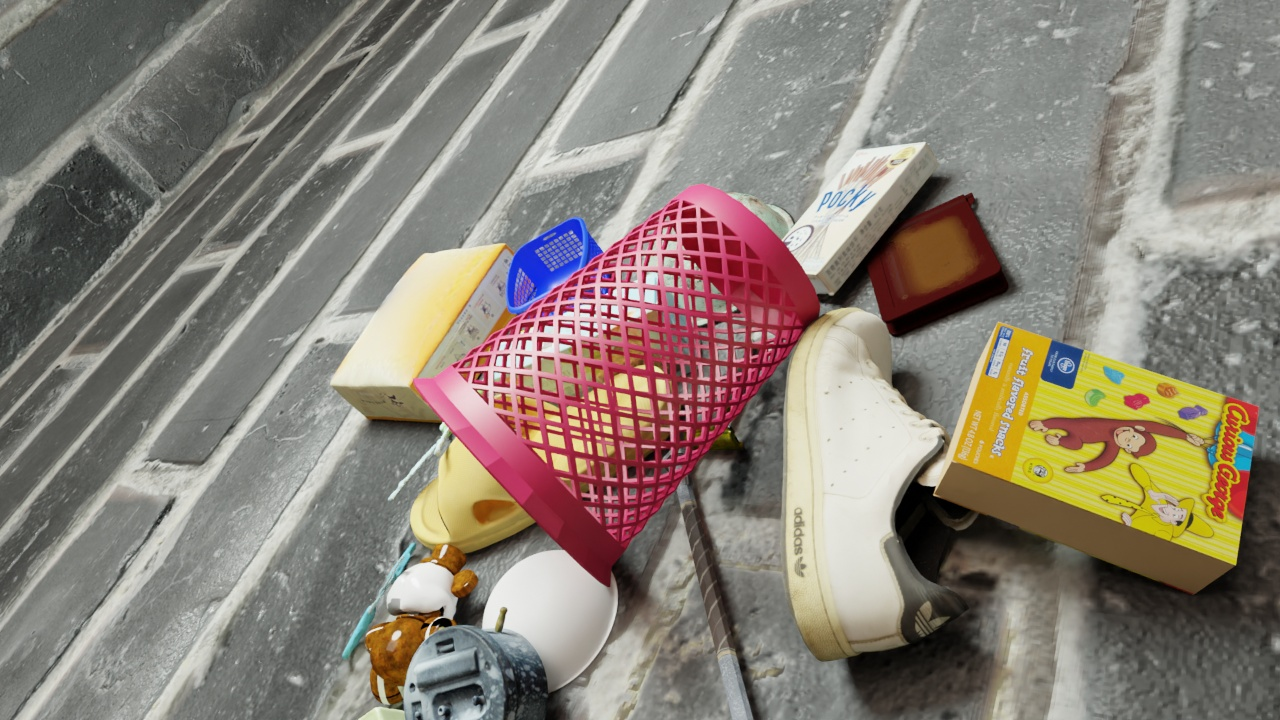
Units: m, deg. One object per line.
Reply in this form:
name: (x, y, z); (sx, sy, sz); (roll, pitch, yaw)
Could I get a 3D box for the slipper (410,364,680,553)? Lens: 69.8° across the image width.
slipper: (-0.094, 0.073, 0.741); (0.264, 0.078, 0.099); (-28, 39, 16)

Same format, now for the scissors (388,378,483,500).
scissors: (-0.170, 0.060, 0.826); (0.171, 0.023, 0.169); (-50, 15, -21)

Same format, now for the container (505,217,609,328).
container: (-0.078, -0.077, 0.908); (0.096, 0.058, 0.114); (-26, 37, 18)

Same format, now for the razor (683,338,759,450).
razor: (0.071, 0.024, 0.694); (0.043, 0.026, 0.105); (-8, 42, 40)

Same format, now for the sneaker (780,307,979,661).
sneaker: (0.145, 0.054, 0.533); (0.103, 0.089, 0.240); (-16, 42, 31)

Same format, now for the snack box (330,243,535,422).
snack box: (-0.223, -0.035, 0.974); (0.145, 0.080, 0.194); (-1, 50, 41)

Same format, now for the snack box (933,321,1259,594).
snack box: (0.225, 0.046, 0.458); (0.126, 0.040, 0.088); (21, 61, 16)

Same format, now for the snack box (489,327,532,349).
snack box: (-0.073, -0.015, 0.851); (0.148, 0.040, 0.028); (-17, 41, 29)

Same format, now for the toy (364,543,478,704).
toy: (-0.162, 0.194, 0.688); (0.087, 0.067, 0.112); (-15, 33, 31)

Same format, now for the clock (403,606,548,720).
clock: (-0.102, 0.227, 0.579); (0.090, 0.052, 0.129); (-24, 66, 28)

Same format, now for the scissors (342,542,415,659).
scissors: (-0.211, 0.193, 0.727); (0.125, 0.015, 0.136); (-59, 0, -1)

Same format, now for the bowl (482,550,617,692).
bowl: (-0.073, 0.173, 0.641); (0.110, 0.040, 0.109); (-24, 38, 20)

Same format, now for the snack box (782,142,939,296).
snack box: (0.167, -0.115, 0.745); (0.149, 0.026, 0.082); (-50, 25, -14)

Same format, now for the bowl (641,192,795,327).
bowl: (0.060, -0.098, 0.823); (0.158, 0.038, 0.157); (-24, 38, 20)

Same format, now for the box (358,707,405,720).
box: (-0.222, 0.303, 0.607); (0.188, 0.077, 0.089); (-36, 36, 8)

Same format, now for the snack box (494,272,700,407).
snack box: (-0.041, -0.003, 0.778); (0.175, 0.075, 0.053); (-23, 37, 22)

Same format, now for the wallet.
wallet: (0.214, -0.075, 0.678); (0.092, 0.018, 0.115); (-25, 36, 21)

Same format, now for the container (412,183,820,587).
container: (-0.003, 0.004, 0.615); (0.225, 0.183, 0.183); (-43, 35, -8)

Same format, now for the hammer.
hammer: (0.047, 0.157, 0.555); (0.098, 0.044, 0.321); (-31, 33, 12)
